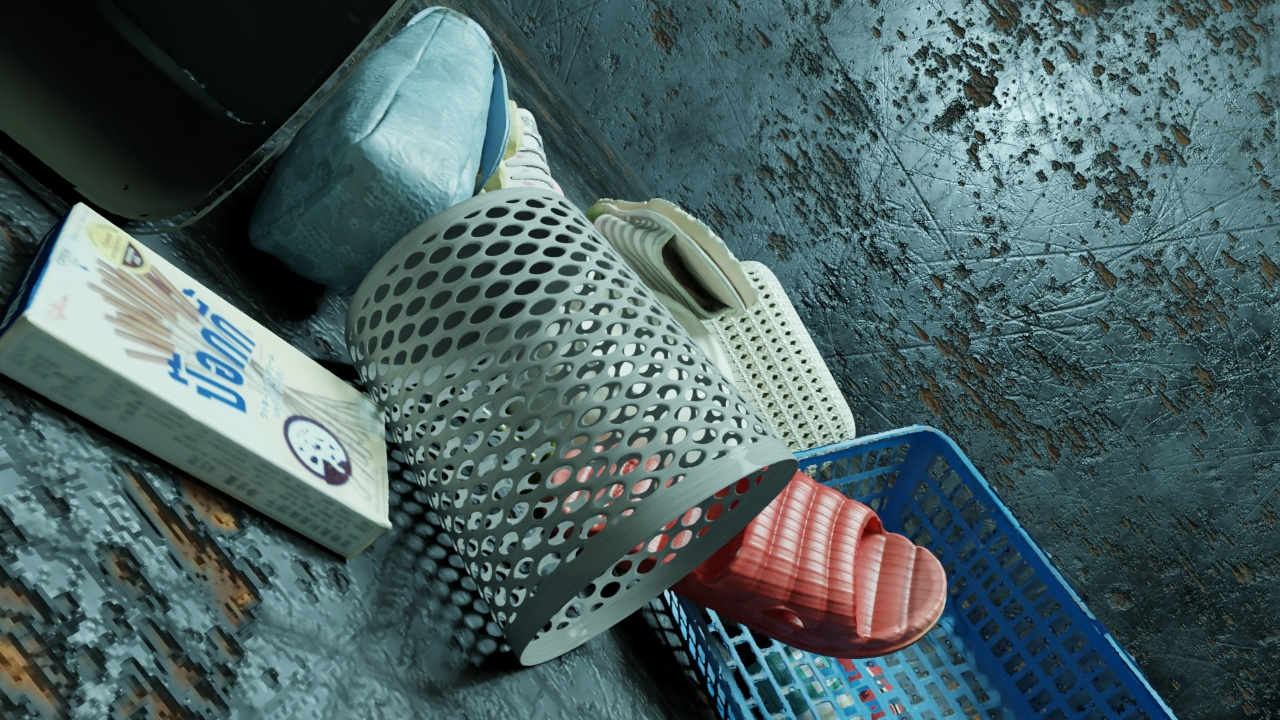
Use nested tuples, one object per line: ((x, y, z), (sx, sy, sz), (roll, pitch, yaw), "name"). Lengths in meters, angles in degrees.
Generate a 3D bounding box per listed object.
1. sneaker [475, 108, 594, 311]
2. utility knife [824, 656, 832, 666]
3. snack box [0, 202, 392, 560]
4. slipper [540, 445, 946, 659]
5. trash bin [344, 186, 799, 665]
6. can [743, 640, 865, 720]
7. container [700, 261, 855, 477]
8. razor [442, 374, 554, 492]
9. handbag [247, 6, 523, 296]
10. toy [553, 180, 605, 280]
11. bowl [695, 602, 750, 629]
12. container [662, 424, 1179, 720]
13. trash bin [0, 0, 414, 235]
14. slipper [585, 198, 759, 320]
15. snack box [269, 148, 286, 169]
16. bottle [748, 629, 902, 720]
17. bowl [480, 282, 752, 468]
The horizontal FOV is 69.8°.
((-0.100, -0.127, 0.648), (0.237, 0.104, 0.090), (36, 1, 40), "sneaker")
((0.137, 0.216, 0.683), (0.022, 0.015, 0.147), (4, 81, -28), "utility knife")
((-0.161, 0.011, 0.354), (0.150, 0.026, 0.082), (42, 15, -36), "snack box")
((0.063, 0.099, 0.540), (0.249, 0.059, 0.103), (17, 43, 5), "slipper")
((-0.041, 0.026, 0.455), (0.183, 0.156, 0.156), (53, 12, 19), "trash bin")
((0.118, 0.241, 0.637), (0.101, 0.055, 0.055), (55, 13, 19), "can")
((0.094, 0.025, 0.892), (0.251, 0.143, 0.185), (62, -8, 4), "container")
((-0.095, 0.033, 0.552), (0.106, 0.026, 0.042), (44, 16, -15), "razor")
((-0.126, -0.110, 0.516), (0.118, 0.122, 0.191), (41, 29, -28), "handbag")
((-0.081, -0.093, 0.811), (0.190, 0.087, 0.238), (48, -3, 28), "toy")
((0.080, 0.148, 0.685), (0.114, 0.026, 0.101), (11, 45, -15), "bowl")
((0.170, 0.217, 0.555), (0.256, 0.089, 0.362), (-10, 48, -24), "container")
((-0.211, -0.198, 0.432), (0.197, 0.197, 0.220), (45, 7, -19), "trash bin")
((0.011, -0.085, 0.756), (0.114, 0.054, 0.273), (45, -4, -23), "slipper")
((-0.165, -0.074, 0.594), (0.150, 0.027, 0.082), (50, 12, -2), "snack box")
((0.158, 0.254, 0.728), (0.176, 0.062, 0.062), (50, 12, -8), "bottle")
((-0.004, 0.004, 0.655), (0.219, 0.060, 0.188), (24, 41, -8), "bowl")
